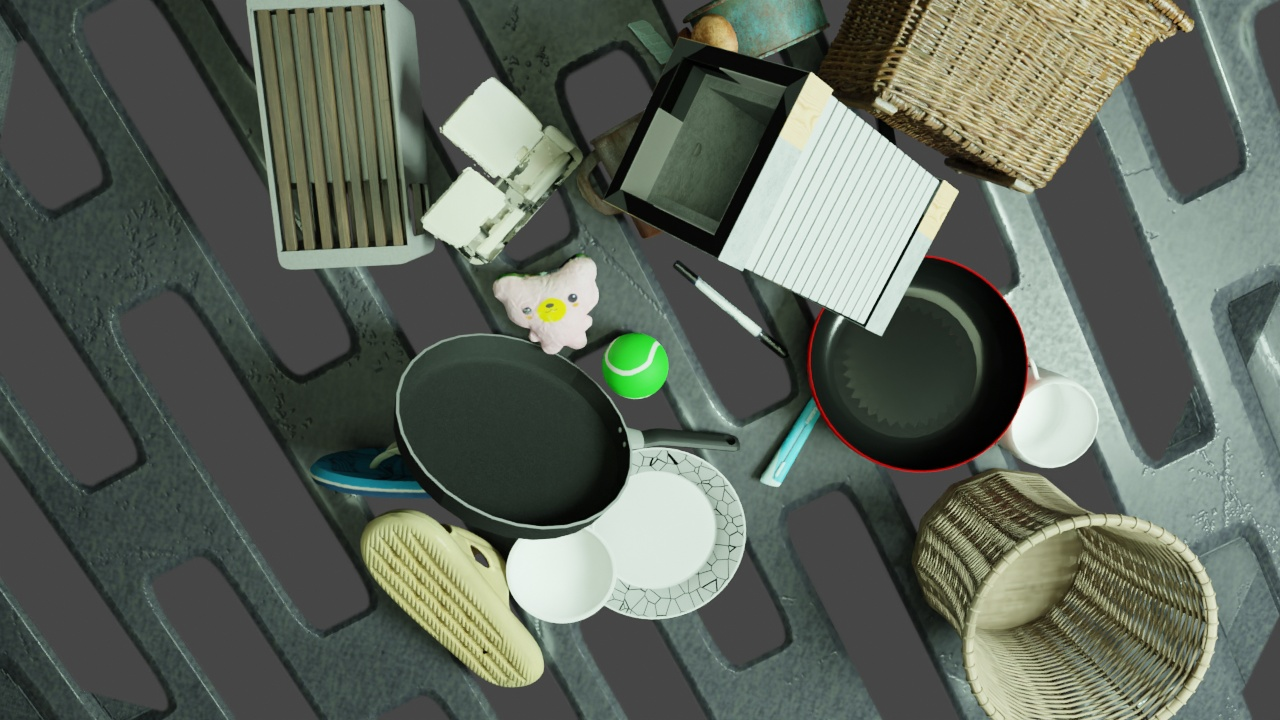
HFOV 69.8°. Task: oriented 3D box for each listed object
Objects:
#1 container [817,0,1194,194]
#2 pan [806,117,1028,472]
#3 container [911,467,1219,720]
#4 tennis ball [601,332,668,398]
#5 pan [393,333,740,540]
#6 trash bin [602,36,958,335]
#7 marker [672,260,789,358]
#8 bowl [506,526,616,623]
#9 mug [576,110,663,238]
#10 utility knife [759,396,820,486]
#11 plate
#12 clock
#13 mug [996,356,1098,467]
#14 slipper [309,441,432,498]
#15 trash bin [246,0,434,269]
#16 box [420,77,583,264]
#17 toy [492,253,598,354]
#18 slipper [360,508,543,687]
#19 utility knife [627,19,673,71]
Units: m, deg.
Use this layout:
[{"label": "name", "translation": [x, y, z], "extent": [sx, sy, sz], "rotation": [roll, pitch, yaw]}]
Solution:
[{"label": "container", "translation": [0.292, -0.270, 0.795], "extent": [0.249, 0.162, 0.183], "rotation": [21, 105, -21]}, {"label": "pan", "translation": [0.257, -0.069, 0.899], "extent": [0.209, 0.067, 0.356], "rotation": [-7, 85, 0]}, {"label": "container", "translation": [0.391, 0.225, 0.896], "extent": [0.227, 0.196, 0.227], "rotation": [0, 101, -2]}, {"label": "tennis ball", "translation": [-0.005, 0.005, 0.904], "extent": [0.065, 0.065, 0.065], "rotation": [0, 101, -2]}, {"label": "pan", "translation": [-0.058, 0.074, 0.874], "extent": [0.355, 0.225, 0.034], "rotation": [8, 134, -28]}, {"label": "trash bin", "translation": [0.125, -0.139, 0.778], "extent": [0.246, 0.142, 0.142], "rotation": [17, 103, -46]}, {"label": "marker", "translation": [0.092, -0.050, 0.925], "extent": [0.152, 0.011, 0.011], "rotation": [39, 97, -9]}, {"label": "bowl", "translation": [-0.079, 0.207, 0.936], "extent": [0.110, 0.040, 0.110], "rotation": [0, 102, -1]}, {"label": "mug", "translation": [0.002, -0.173, 0.861], "extent": [0.123, 0.096, 0.110], "rotation": [-24, 98, 23]}, {"label": "utility knife", "translation": [0.161, 0.079, 0.951], "extent": [0.022, 0.015, 0.118], "rotation": [27, 97, -6]}, {"label": "plate", "translation": [0.015, 0.181, 0.965], "extent": [0.188, 0.016, 0.189], "rotation": [0, 101, -2]}, {"label": "clock", "translation": [0.086, -0.300, 0.816], "extent": [0.157, 0.121, 0.073], "rotation": [-27, 106, -7]}, {"label": "mug", "translation": [0.399, 0.046, 0.926], "extent": [0.094, 0.068, 0.115], "rotation": [-20, 101, 2]}, {"label": "slipper", "translation": [-0.165, 0.096, 0.891], "extent": [0.295, 0.118, 0.060], "rotation": [5, 96, -4]}, {"label": "trash bin", "translation": [-0.262, -0.204, 0.827], "extent": [0.114, 0.114, 0.229], "rotation": [-3, 101, -2]}, {"label": "box", "translation": [-0.124, -0.158, 0.815], "extent": [0.145, 0.185, 0.066], "rotation": [-47, 73, 3]}, {"label": "toy", "translation": [-0.087, -0.052, 0.897], "extent": [0.102, 0.050, 0.093], "rotation": [-11, 105, 3]}, {"label": "slipper", "translation": [-0.183, 0.233, 0.940], "extent": [0.111, 0.079, 0.261], "rotation": [-19, 119, 25]}, {"label": "utility knife", "translation": [0.059, -0.251, 0.882], "extent": [0.031, 0.015, 0.196], "rotation": [-44, 98, 2]}]
